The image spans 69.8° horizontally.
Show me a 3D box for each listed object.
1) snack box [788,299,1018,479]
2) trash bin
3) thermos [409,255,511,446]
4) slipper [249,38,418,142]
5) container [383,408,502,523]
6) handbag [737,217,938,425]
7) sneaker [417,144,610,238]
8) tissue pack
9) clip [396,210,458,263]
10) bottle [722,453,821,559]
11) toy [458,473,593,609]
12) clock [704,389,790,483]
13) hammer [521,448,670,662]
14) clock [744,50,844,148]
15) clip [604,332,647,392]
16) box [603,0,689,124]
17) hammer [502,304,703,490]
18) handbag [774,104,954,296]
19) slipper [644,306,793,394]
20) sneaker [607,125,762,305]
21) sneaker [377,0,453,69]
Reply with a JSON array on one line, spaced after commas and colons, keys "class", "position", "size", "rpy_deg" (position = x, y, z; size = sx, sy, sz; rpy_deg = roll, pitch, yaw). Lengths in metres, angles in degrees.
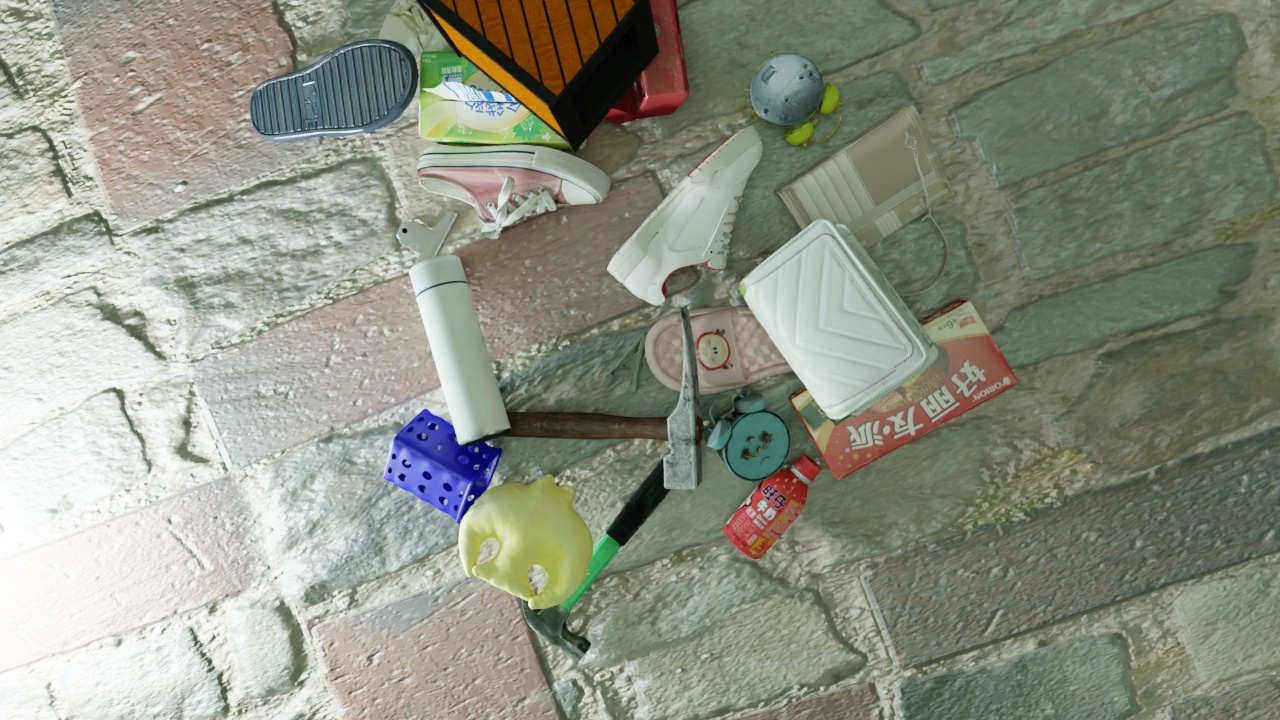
[{"class": "snack box", "position": [0.306, 0.034, 1.085], "size": [0.236, 0.060, 0.113], "rpy_deg": [-30, 91, 10]}, {"class": "trash bin", "position": [-0.097, -0.334, 0.918], "size": [0.172, 0.139, 0.139], "rpy_deg": [40, 91, 6]}, {"class": "thermos", "position": [-0.222, -0.013, 1.124], "size": [0.068, 0.068, 0.230], "rpy_deg": [-20, 83, 9]}, {"class": "slipper", "position": [-0.363, -0.319, 1.127], "size": [0.264, 0.082, 0.101], "rpy_deg": [-5, 95, 27]}, {"class": "container", "position": [-0.248, 0.130, 1.148], "size": [0.113, 0.084, 0.085], "rpy_deg": [28, 125, 5]}, {"class": "handbag", "position": [0.219, -0.043, 1.024], "size": [0.142, 0.096, 0.198], "rpy_deg": [-37, 79, 24]}, {"class": "sneaker", "position": [-0.158, -0.200, 1.099], "size": [0.241, 0.118, 0.087], "rpy_deg": [6, 77, 11]}, {"class": "tissue pack", "position": [-0.165, -0.304, 1.065], "size": [0.198, 0.141, 0.120], "rpy_deg": [-2, 96, 8]}, {"class": "clip", "position": [-0.277, -0.153, 1.153], "size": [0.054, 0.043, 0.102], "rpy_deg": [29, 99, -10]}, {"class": "bottle", "position": [0.165, 0.174, 1.120], "size": [0.062, 0.062, 0.138], "rpy_deg": [39, 99, 2]}, {"class": "toy", "position": [-0.134, 0.217, 1.130], "size": [0.170, 0.065, 0.154], "rpy_deg": [28, 75, 0]}, {"class": "clock", "position": [0.124, 0.088, 1.099], "size": [0.090, 0.053, 0.124], "rpy_deg": [-41, 112, -10]}, {"class": "hammer", "position": [-0.035, 0.228, 1.168], "size": [0.130, 0.032, 0.319], "rpy_deg": [39, 99, 2]}, {"class": "clock", "position": [0.179, -0.301, 1.064], "size": [0.119, 0.057, 0.083], "rpy_deg": [41, 99, 2]}, {"class": "clip", "position": [-0.010, -0.001, 1.142], "size": [0.061, 0.023, 0.076], "rpy_deg": [27, 101, 2]}, {"class": "box", "position": [-0.003, -0.362, 1.046], "size": [0.127, 0.137, 0.157], "rpy_deg": [-11, 95, 14]}, {"class": "hammer", "position": [-0.072, 0.043, 1.124], "size": [0.301, 0.037, 0.218], "rpy_deg": [0, 101, 16]}, {"class": "handbag", "position": [0.285, -0.165, 1.076], "size": [0.176, 0.062, 0.198], "rpy_deg": [-33, 100, 10]}, {"class": "slipper", "position": [0.116, -0.016, 1.107], "size": [0.222, 0.055, 0.107], "rpy_deg": [-8, 97, 8]}, {"class": "sneaker", "position": [0.074, -0.161, 1.083], "size": [0.104, 0.090, 0.237], "rpy_deg": [42, 99, -8]}, {"class": "sneaker", "position": [-0.224, -0.441, 1.076], "size": [0.242, 0.102, 0.089], "rpy_deg": [-43, 90, 11]}]
